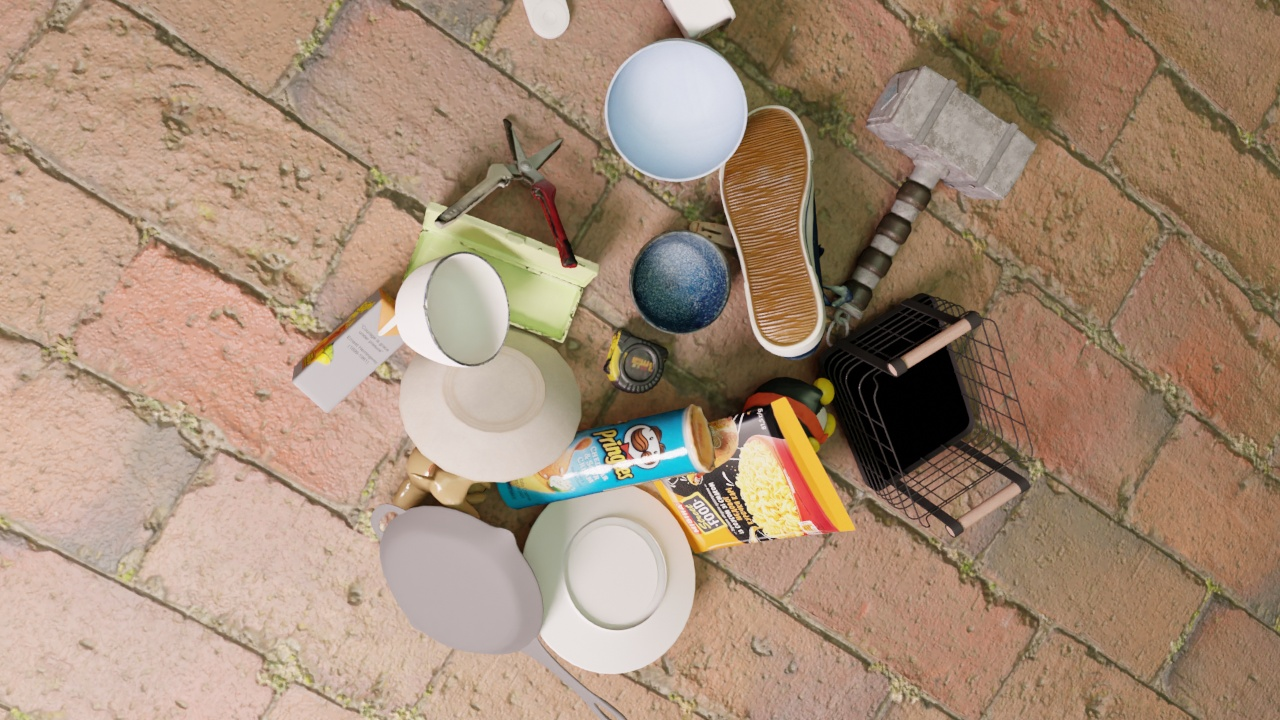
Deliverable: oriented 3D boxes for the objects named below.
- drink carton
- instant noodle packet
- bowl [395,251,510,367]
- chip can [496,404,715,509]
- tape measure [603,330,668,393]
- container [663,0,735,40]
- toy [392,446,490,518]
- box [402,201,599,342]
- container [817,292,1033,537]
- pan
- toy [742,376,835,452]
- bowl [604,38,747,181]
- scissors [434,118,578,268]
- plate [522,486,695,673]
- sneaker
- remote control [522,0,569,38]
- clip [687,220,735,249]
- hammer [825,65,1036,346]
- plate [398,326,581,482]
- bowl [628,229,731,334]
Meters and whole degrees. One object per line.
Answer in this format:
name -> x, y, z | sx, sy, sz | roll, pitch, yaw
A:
drink carton -> -0.294, -0.012, 0.944 | 0.125, 0.076, 0.048 | -43, 113, -3
instant noodle packet -> 0.105, 0.134, 1.000 | 0.032, 0.221, 0.160 | -42, 107, -47
bowl -> -0.193, -0.049, 0.918 | 0.116, 0.066, 0.116 | 6, 83, -54
chip can -> -0.038, 0.104, 0.974 | 0.230, 0.079, 0.080 | -13, 100, 19
tape measure -> -0.006, 0.006, 1.032 | 0.067, 0.038, 0.062 | 20, 83, -17
container -> 0.056, -0.379, 0.966 | 0.049, 0.129, 0.081 | -31, 102, 10
toy -> -0.202, 0.120, 0.965 | 0.105, 0.108, 0.134 | 23, 90, -27
box -> -0.147, -0.099, 0.977 | 0.188, 0.064, 0.131 | 19, 133, -13
container -> 0.329, 0.058, 1.042 | 0.162, 0.130, 0.241 | -31, 115, -9
pan -> -0.147, 0.279, 0.955 | 0.354, 0.024, 0.217 | 42, 125, -4
toy -> 0.158, 0.078, 1.038 | 0.119, 0.100, 0.098 | -56, 148, -34
bowl -> 0.039, -0.276, 0.981 | 0.150, 0.074, 0.151 | 3, 126, 4
scissors -> -0.133, -0.170, 0.937 | 0.179, 0.015, 0.198 | -14, 66, -31
plate -> -0.029, 0.234, 1.009 | 0.208, 0.015, 0.208 | 9, 69, -23
sneaker -> 0.164, -0.137, 1.027 | 0.121, 0.127, 0.294 | -9, 75, 15
remote control -> -0.111, -0.412, 0.976 | 0.043, 0.013, 0.136 | -19, 100, -10
clip -> 0.085, -0.143, 1.036 | 0.060, 0.041, 0.024 | 14, 91, -19
hammer -> 0.300, -0.161, 1.071 | 0.177, 0.079, 0.326 | 29, 95, -14
plate -> -0.153, 0.034, 0.951 | 0.188, 0.027, 0.188 | 7, 57, -11
bowl -> 0.037, -0.087, 1.019 | 0.114, 0.061, 0.114 | -1, 96, -15
